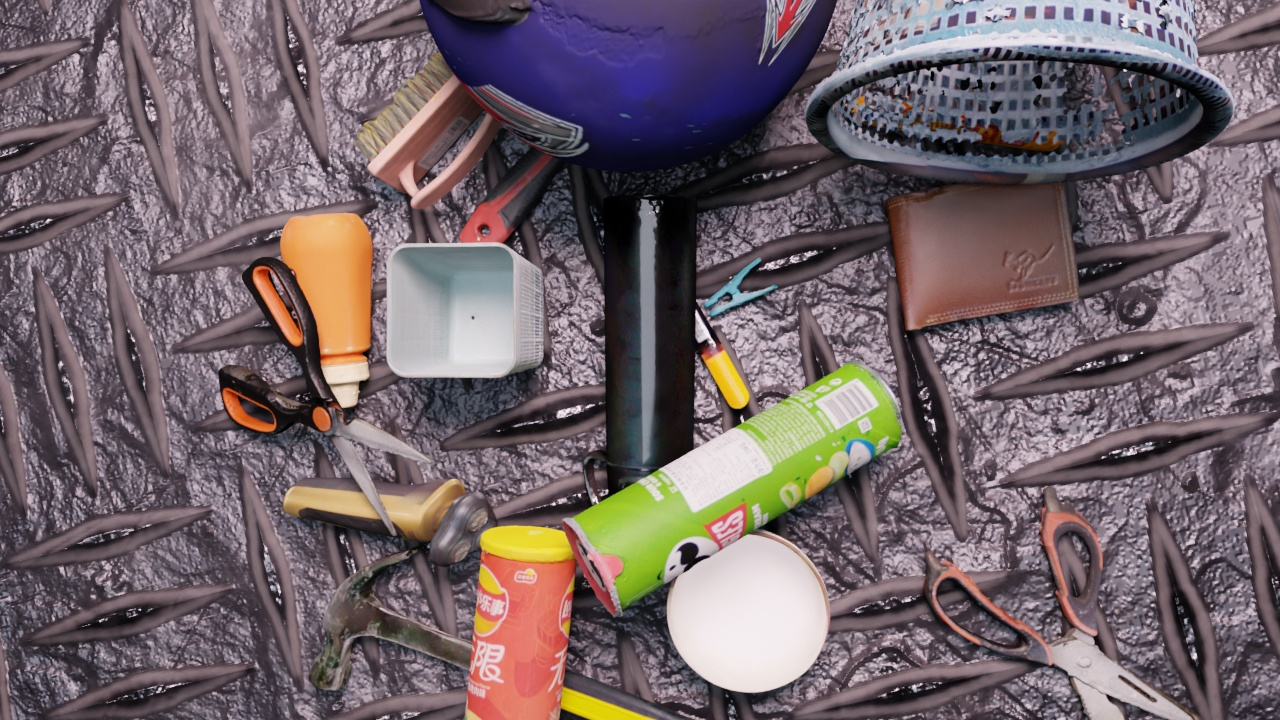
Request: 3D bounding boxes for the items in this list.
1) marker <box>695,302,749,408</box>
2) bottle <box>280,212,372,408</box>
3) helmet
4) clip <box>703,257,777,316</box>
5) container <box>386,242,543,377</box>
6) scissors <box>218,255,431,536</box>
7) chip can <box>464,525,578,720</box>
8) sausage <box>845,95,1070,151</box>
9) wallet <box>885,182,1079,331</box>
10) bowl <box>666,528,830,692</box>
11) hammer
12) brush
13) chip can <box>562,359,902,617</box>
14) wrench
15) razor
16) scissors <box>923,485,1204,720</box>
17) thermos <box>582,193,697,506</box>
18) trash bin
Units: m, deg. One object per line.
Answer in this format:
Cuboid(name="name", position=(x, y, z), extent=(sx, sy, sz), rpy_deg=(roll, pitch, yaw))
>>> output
Cuboid(name="marker", position=(0.047, -0.019, 0.692), extent=(0.018, 0.015, 0.124), rpy_deg=(-30, 84, 13))
Cuboid(name="bottle", position=(-0.235, -0.037, 0.706), extent=(0.067, 0.066, 0.149), rpy_deg=(-3, 98, 7))
Cuboid(name="helmet", position=(-0.028, -0.260, 0.573), extent=(0.315, 0.246, 0.241), rpy_deg=(51, 131, 26))
Cuboid(name="clip", position=(0.073, -0.052, 0.689), extent=(0.055, 0.013, 0.038), rpy_deg=(-30, 86, 5))
Cuboid(name="container", position=(-0.119, -0.033, 0.663), extent=(0.090, 0.111, 0.090), rpy_deg=(0, 90, 8))
Cuboid(name="scissors", position=(-0.245, 0.029, 0.684), extent=(0.229, 0.021, 0.221), rpy_deg=(-11, 99, 36))
Cuboid(name="chip can", position=(-0.089, 0.229, 0.651), extent=(0.073, 0.073, 0.216), rpy_deg=(8, 93, 7))
Cuboid(name="sausage", position=(0.225, -0.172, 0.664), extent=(0.165, 0.021, 0.021), rpy_deg=(10, 92, 7))
Cuboid(name="wallet", position=(0.245, -0.079, 0.659), extent=(0.124, 0.032, 0.101), rpy_deg=(-10, 92, 8))
Cuboid(name="bowl", position=(0.078, 0.174, 0.666), extent=(0.113, 0.062, 0.113), rpy_deg=(0, 91, 8))
Cuboid(name="hammer", position=(-0.090, 0.240, 0.703), extent=(0.323, 0.032, 0.126), rpy_deg=(18, 94, 7))
Cuboid(name="brush", position=(-0.140, -0.185, 0.689), extent=(0.146, 0.063, 0.073), rpy_deg=(-45, 81, 4))
Cuboid(name="chip can", position=(0.066, 0.082, 0.620), extent=(0.235, 0.072, 0.072), rpy_deg=(-28, 87, -16))
Cuboid(name="wrench", position=(-0.048, -0.191, 0.700), extent=(0.056, 0.016, 0.273), rpy_deg=(37, 94, 9))
Cuboid(name="razor", position=(-0.195, 0.118, 0.704), extent=(0.167, 0.062, 0.067), rpy_deg=(6, 54, 12))
Cuboid(name="scissors", position=(0.304, 0.197, 0.661), extent=(0.189, 0.015, 0.226), rpy_deg=(-3, 90, 7))
Cuboid(name="thermos", position=(-0.004, 0.004, 0.670), extent=(0.090, 0.068, 0.242), rpy_deg=(4, 95, 29))
Cuboid(name="trash bin", position=(0.221, -0.227, 0.537), extent=(0.227, 0.226, 0.195), rpy_deg=(7, 86, 7))
